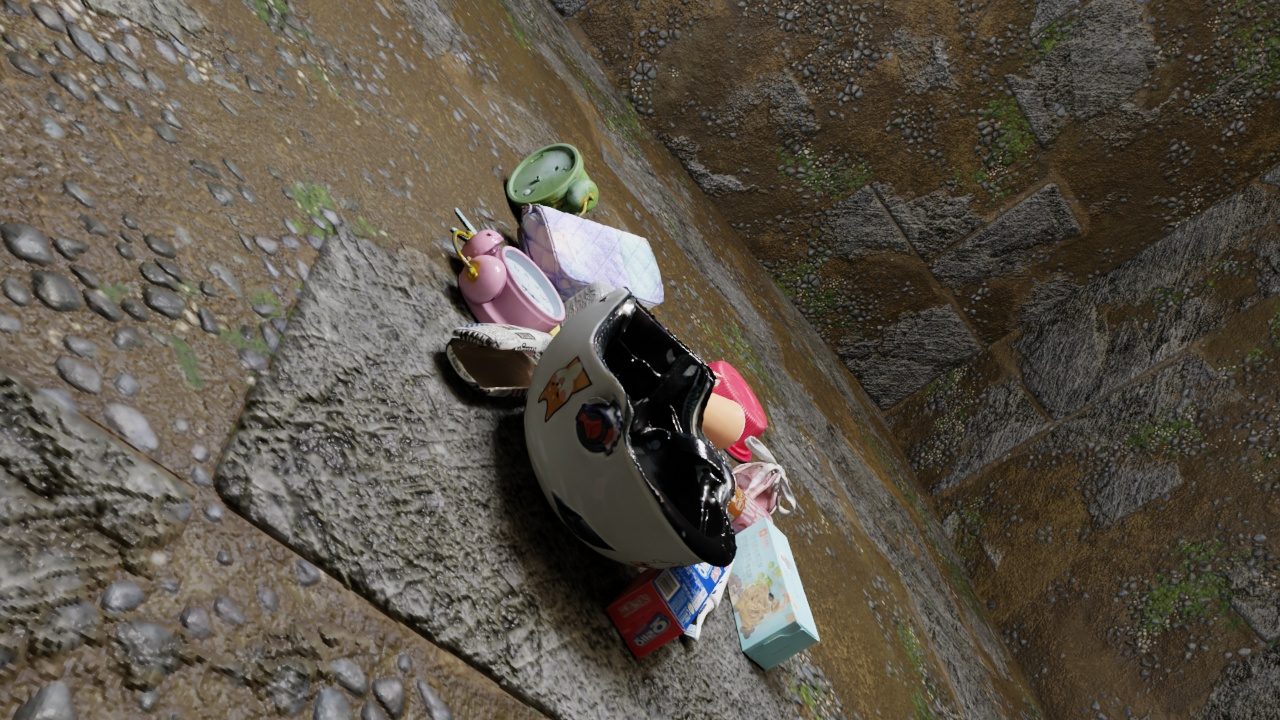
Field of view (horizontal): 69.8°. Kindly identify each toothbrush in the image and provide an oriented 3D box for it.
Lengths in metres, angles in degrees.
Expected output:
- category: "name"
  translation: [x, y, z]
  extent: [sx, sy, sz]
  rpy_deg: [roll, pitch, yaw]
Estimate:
- category: "toothbrush"
  translation: [0.076, 0.254, 1.002]
  extent: [0.026, 0.027, 0.220]
  rpy_deg: [17, 12, 10]

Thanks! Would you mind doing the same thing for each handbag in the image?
- category: "handbag"
  translation: [-0.065, -0.125, 1.204]
  extent: [0.193, 0.076, 0.134]
  rpy_deg: [13, 51, -43]

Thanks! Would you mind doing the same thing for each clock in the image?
- category: "clock"
  translation: [-0.121, -0.235, 1.285]
  extent: [0.056, 0.116, 0.161]
  rpy_deg: [53, 10, -45]
- category: "clock"
  translation: [-0.147, -0.079, 0.984]
  extent: [0.158, 0.060, 0.117]
  rpy_deg: [43, 19, -30]

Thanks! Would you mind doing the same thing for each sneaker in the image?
- category: "sneaker"
  translation: [0.168, 0.177, 1.311]
  extent: [0.118, 0.088, 0.240]
  rpy_deg: [59, 17, 15]

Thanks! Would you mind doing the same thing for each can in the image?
- category: "can"
  translation: [0.103, 0.180, 1.160]
  extent: [0.147, 0.058, 0.057]
  rpy_deg: [41, 20, -29]

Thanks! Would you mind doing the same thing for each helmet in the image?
- category: "helmet"
  translation: [-0.022, 0.076, 0.852]
  extent: [0.230, 0.157, 0.273]
  rpy_deg: [37, 37, -54]

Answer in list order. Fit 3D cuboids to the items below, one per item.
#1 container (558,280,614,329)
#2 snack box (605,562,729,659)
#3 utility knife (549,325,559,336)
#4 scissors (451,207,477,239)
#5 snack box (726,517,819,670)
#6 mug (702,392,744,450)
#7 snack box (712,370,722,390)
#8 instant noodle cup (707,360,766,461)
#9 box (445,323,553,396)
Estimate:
- category: "container"
  translation: [-0.050, -0.017, 1.086]
  extent: [0.090, 0.090, 0.114]
  rpy_deg: [44, 22, -32]
- category: "snack box"
  translation: [0.033, 0.218, 0.894]
  extent: [0.057, 0.058, 0.207]
  rpy_deg: [56, 16, 6]
- category: "utility knife"
  translation: [-0.099, -0.006, 1.032]
  extent: [0.022, 0.031, 0.220]
  rpy_deg: [44, 20, -40]
- category: "scissors"
  translation: [-0.175, -0.130, 1.093]
  extent: [0.133, 0.017, 0.130]
  rpy_deg: [51, 18, 2]
- category: "snack box"
  translation: [0.148, 0.272, 1.084]
  extent: [0.051, 0.074, 0.174]
  rpy_deg: [45, 18, -28]
- category: "mug"
  translation: [0.085, 0.076, 1.320]
  extent: [0.122, 0.078, 0.078]
  rpy_deg: [28, 30, -46]
- category: "snack box"
  translation: [0.040, -0.006, 1.320]
  extent: [0.153, 0.025, 0.075]
  rpy_deg: [32, 7, 25]
- category: "instant noodle cup"
  translation: [0.146, 0.071, 1.511]
  extent: [0.194, 0.066, 0.193]
  rpy_deg: [47, 18, -21]
- category: "box"
  translation: [-0.122, -0.015, 0.884]
  extent: [0.075, 0.083, 0.163]
  rpy_deg: [48, 16, 17]
